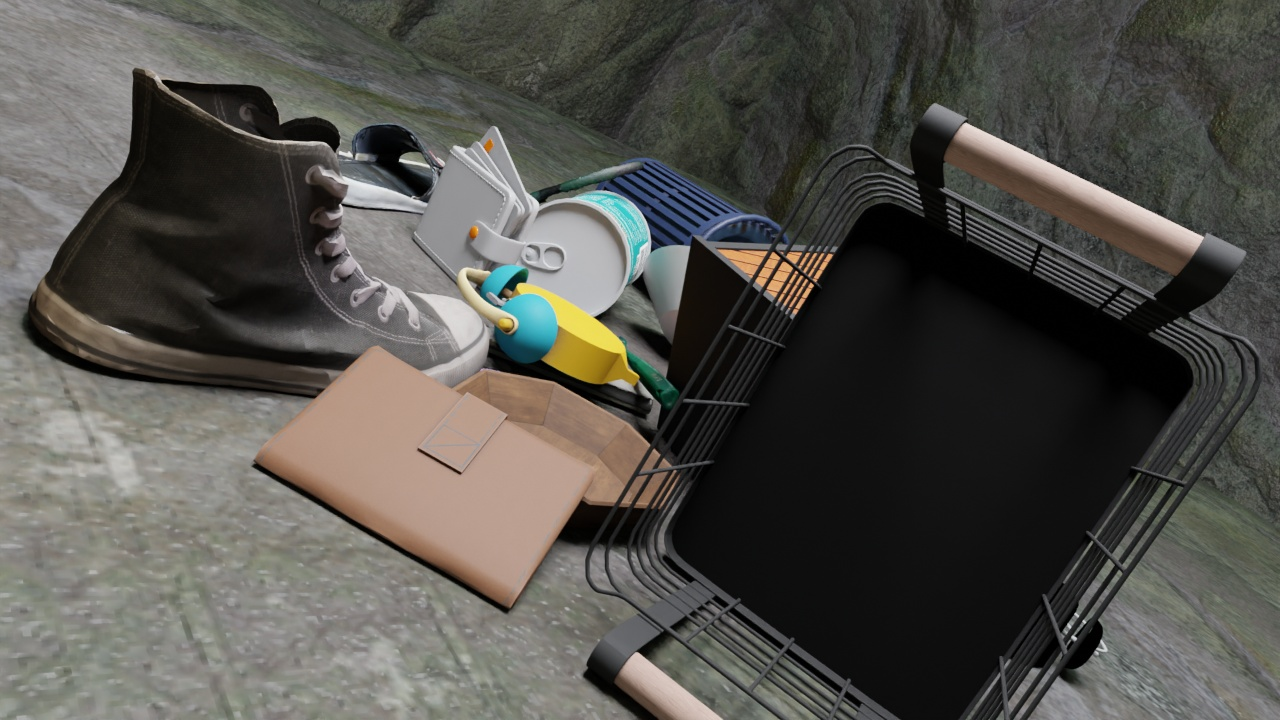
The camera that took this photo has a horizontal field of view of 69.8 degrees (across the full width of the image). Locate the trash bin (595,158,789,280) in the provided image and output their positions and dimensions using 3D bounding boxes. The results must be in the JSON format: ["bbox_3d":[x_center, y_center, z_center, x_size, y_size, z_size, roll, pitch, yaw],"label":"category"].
[{"bbox_3d":[0.045,-0.139,1.050,0.139,0.139,0.249,17,17,-36],"label":"trash bin"}]

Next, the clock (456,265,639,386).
[{"bbox_3d":[-0.063,-0.024,0.609,0.129,0.044,0.099,26,13,-29],"label":"clock"}]

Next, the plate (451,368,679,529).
[{"bbox_3d":[-0.043,0.049,0.485,0.131,0.025,0.131,26,15,-8],"label":"plate"}]

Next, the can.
[{"bbox_3d":[-0.048,-0.097,0.815,0.099,0.099,0.143,28,15,0],"label":"can"}]

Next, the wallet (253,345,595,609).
[{"bbox_3d":[-0.088,0.046,0.395,0.121,0.013,0.087,29,39,4],"label":"wallet"}]

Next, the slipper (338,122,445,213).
[{"bbox_3d":[-0.234,-0.186,0.861,0.111,0.063,0.263,32,18,14],"label":"slipper"}]

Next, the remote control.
[{"bbox_3d":[-0.053,0.006,0.635,0.136,0.013,0.033,21,16,-19],"label":"remote control"}]

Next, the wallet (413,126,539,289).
[{"bbox_3d":[-0.128,-0.124,0.735,0.037,0.115,0.118,12,22,-46],"label":"wallet"}]

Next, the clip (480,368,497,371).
[{"bbox_3d":[-0.105,0.006,0.546,0.029,0.013,0.050,36,19,31],"label":"clip"}]

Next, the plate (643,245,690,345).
[{"bbox_3d":[0.066,-0.027,0.809,0.174,0.036,0.174,29,-23,13],"label":"plate"}]

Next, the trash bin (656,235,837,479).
[{"bbox_3d":[0.125,0.013,0.580,0.171,0.140,0.139,-1,26,-21],"label":"trash bin"}]

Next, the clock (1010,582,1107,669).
[{"bbox_3d":[0.251,0.159,0.606,0.120,0.043,0.091,26,15,-9],"label":"clock"}]

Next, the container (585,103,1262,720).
[{"bbox_3d":[0.103,0.045,0.370,0.163,0.241,0.130,33,8,19],"label":"container"}]

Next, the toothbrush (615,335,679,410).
[{"bbox_3d":[-0.004,0.004,0.660,0.017,0.016,0.190,24,6,-16],"label":"toothbrush"}]

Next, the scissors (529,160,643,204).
[{"bbox_3d":[-0.093,-0.155,0.874,0.206,0.015,0.201,-16,9,3],"label":"scissors"}]

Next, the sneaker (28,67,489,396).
[{"bbox_3d":[-0.152,-0.052,0.453,0.234,0.120,0.095,14,21,-49],"label":"sneaker"}]
